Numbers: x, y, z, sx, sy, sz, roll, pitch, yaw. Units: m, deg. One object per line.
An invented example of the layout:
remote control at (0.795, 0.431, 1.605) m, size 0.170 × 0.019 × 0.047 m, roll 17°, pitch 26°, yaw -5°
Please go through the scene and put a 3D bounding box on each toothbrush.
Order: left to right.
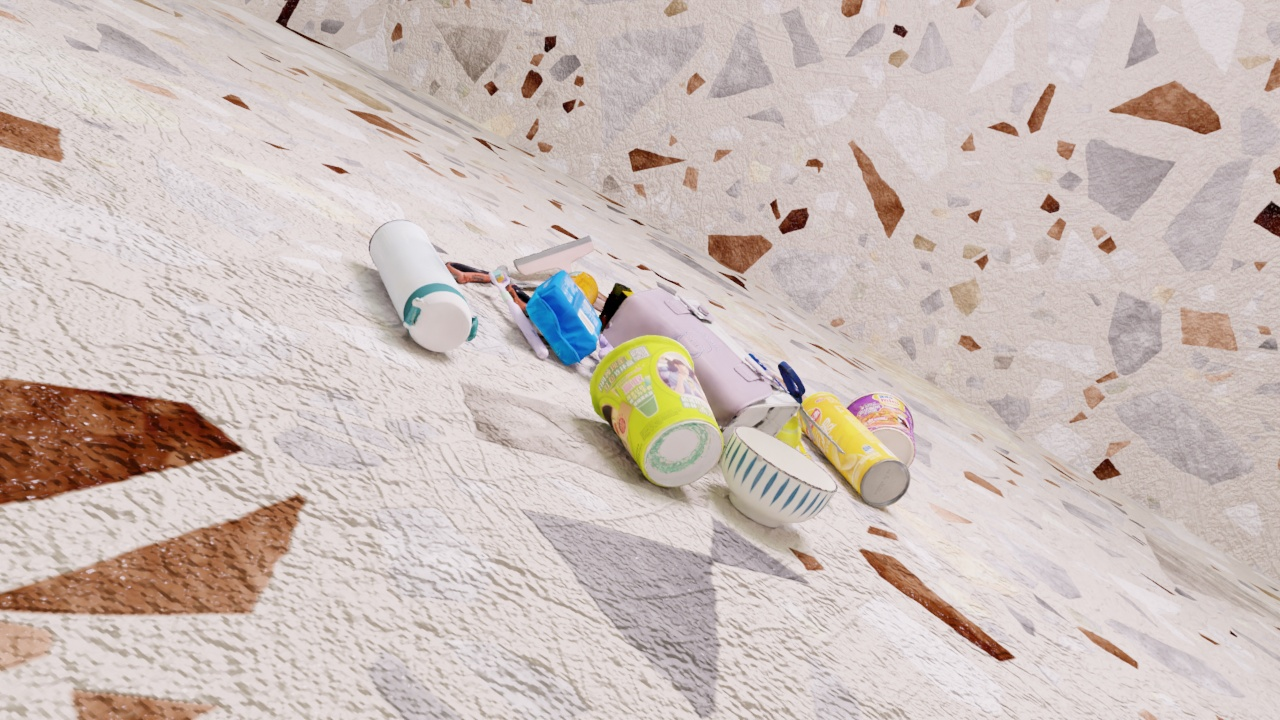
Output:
toothbrush at (-0.144, -0.056, 1.094) m, size 0.029 × 0.021 × 0.189 m, roll 13°, pitch 26°, yaw -34°
toothbrush at (0.218, 0.124, 1.195) m, size 0.016 × 0.018 × 0.191 m, roll 28°, pitch 13°, yaw -12°

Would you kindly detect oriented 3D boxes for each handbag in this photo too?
handbag at (0.070, 0.009, 1.049) m, size 0.197 × 0.099 × 0.144 m, roll 46°, pitch 24°, yaw 27°

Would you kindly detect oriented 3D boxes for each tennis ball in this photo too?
tennis ball at (0.162, 0.088, 1.113) m, size 0.065 × 0.065 × 0.065 m, roll 27°, pitch 13°, yaw -7°

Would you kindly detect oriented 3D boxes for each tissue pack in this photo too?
tissue pack at (-0.092, -0.053, 1.100) m, size 0.095 × 0.052 × 0.157 m, roll 56°, pitch 9°, yaw -13°

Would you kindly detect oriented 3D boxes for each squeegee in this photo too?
squeegee at (-0.048, -0.089, 1.411) m, size 0.249 × 0.040 × 0.247 m, roll 38°, pitch 26°, yaw 10°

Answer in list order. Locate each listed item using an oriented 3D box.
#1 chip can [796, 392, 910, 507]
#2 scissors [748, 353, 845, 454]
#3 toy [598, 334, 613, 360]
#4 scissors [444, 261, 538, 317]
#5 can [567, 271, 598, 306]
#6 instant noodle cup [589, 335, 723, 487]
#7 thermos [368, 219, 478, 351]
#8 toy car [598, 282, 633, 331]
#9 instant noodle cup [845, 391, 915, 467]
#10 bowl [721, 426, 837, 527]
chip can at (0.285, 0.116, 1.248) m, size 0.072 × 0.072 × 0.213 m, roll 23°, pitch 14°, yaw -22°
scissors at (0.182, 0.046, 1.086) m, size 0.173 × 0.012 × 0.162 m, roll 48°, pitch -8°, yaw 23°
toy at (-0.007, 0.007, 1.128) m, size 0.108 × 0.039 × 0.083 m, roll 26°, pitch 17°, yaw -12°
scissors at (-0.188, -0.103, 1.231) m, size 0.188 × 0.015 × 0.227 m, roll 20°, pitch 15°, yaw -34°
can at (-0.093, -0.086, 1.260) m, size 0.058 × 0.058 × 0.146 m, roll 28°, pitch 13°, yaw -3°
instant noodle cup at (0.020, 0.054, 0.878) m, size 0.111 × 0.112 × 0.123 m, roll 21°, pitch 23°, yaw -31°
thermos at (-0.223, -0.077, 0.938) m, size 0.073 × 0.073 × 0.224 m, roll 20°, pitch 16°, yaw -33°
toy car at (-0.018, -0.052, 1.263) m, size 0.041 × 0.071 × 0.156 m, roll 17°, pitch 19°, yaw -28°
instant noodle cup at (0.352, 0.113, 1.339) m, size 0.111 × 0.112 × 0.099 m, roll 28°, pitch 20°, yaw -5°
bowl at (0.128, 0.122, 0.909) m, size 0.116 × 0.066 × 0.116 m, roll 28°, pitch 12°, yaw -7°
